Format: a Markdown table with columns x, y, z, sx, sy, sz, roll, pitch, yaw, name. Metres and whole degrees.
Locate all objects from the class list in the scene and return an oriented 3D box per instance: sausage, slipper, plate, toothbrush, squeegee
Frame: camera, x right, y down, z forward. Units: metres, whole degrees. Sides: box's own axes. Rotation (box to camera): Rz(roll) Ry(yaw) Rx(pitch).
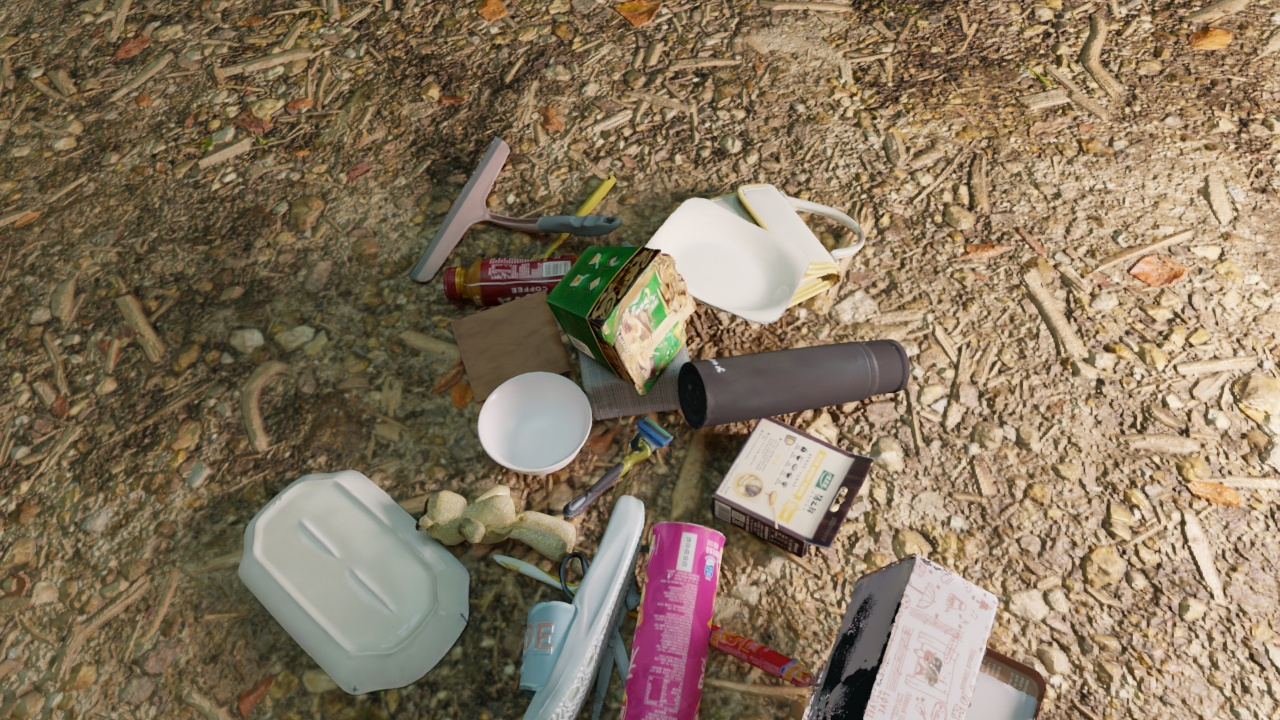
| x | y | z | sx | sy | sz | roll | pitch | yaw | name |
| --- | --- | --- | --- | --- | --- | --- | --- | --- | --- |
| 0.095 | 0.260 | 0.822 | 0.156 | 0.020 | 0.020 | 11 | 53 | 43 | sausage |
| -0.062 | 0.229 | 0.815 | 0.074 | 0.104 | 0.244 | 20 | 68 | 10 | slipper |
| 0.092 | -0.102 | 1.001 | 0.164 | 0.034 | 0.163 | 28 | 45 | 9 | plate |
| -0.059 | 0.221 | 0.895 | 0.191 | 0.016 | 0.018 | 18 | 77 | 15 | toothbrush |
| -0.128 | -0.173 | 1.141 | 0.250 | 0.040 | 0.247 | 10 | 59 | 28 | squeegee |
| -0.290 | 0.207 | 0.912 | 0.266 | 0.034 | 0.161 | 36 | 66 | 24 | plate |
| -0.088 | -0.174 | 1.164 | 0.016 | 0.017 | 0.189 | 26 | 62 | 20 | toothbrush |

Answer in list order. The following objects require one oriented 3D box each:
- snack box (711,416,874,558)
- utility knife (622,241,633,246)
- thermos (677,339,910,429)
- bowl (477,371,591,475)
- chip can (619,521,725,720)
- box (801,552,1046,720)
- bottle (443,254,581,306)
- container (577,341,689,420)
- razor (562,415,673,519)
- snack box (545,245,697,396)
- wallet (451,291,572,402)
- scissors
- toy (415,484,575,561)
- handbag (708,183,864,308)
| x | y | z | sx | sy | sz | roll | pitch | yaw | name |
| --- | --- | --- | --- | --- | --- | --- | --- | --- | --- |
| 0.152 | 0.127 | 0.921 | 0.126 | 0.053 | 0.113 | 25 | 61 | 19 | snack box |
| -0.036 | -0.080 | 1.101 | 0.029 | 0.013 | 0.156 | 14 | 61 | 17 | utility knife |
| 0.157 | 0.019 | 0.961 | 0.242 | 0.068 | 0.090 | -7 | 14 | -22 | thermos |
| -0.107 | 0.078 | 0.967 | 0.118 | 0.065 | 0.118 | -2 | 56 | 2 | bowl |
| 0.027 | 0.254 | 0.818 | 0.071 | 0.071 | 0.210 | 7 | 65 | 9 | chip can |
| 0.251 | 0.295 | 0.758 | 0.193 | 0.157 | 0.182 | 28 | 64 | 2 | box |
| -0.144 | -0.094 | 1.090 | 0.175 | 0.057 | 0.057 | -1 | 56 | 3 | bottle |
| -0.006 | 0.006 | 0.995 | 0.114 | 0.090 | 0.090 | -11 | 55 | 0 | container |
| -0.027 | 0.118 | 0.959 | 0.043 | 0.022 | 0.142 | 34 | 62 | 30 | razor |
| -0.025 | -0.049 | 0.925 | 0.106 | 0.118 | 0.117 | 19 | 62 | 36 | snack box |
| -0.146 | -0.016 | 1.042 | 0.115 | 0.020 | 0.101 | -18 | 79 | -5 | wallet |
| -0.026 | 0.252 | 0.863 | 0.175 | 0.014 | 0.159 | 40 | 77 | 19 | scissors |
| -0.142 | 0.167 | 0.919 | 0.157 | 0.066 | 0.105 | 12 | 25 | 7 | toy |
| 0.177 | -0.152 | 1.107 | 0.178 | 0.063 | 0.163 | -23 | 59 | -15 | handbag |
